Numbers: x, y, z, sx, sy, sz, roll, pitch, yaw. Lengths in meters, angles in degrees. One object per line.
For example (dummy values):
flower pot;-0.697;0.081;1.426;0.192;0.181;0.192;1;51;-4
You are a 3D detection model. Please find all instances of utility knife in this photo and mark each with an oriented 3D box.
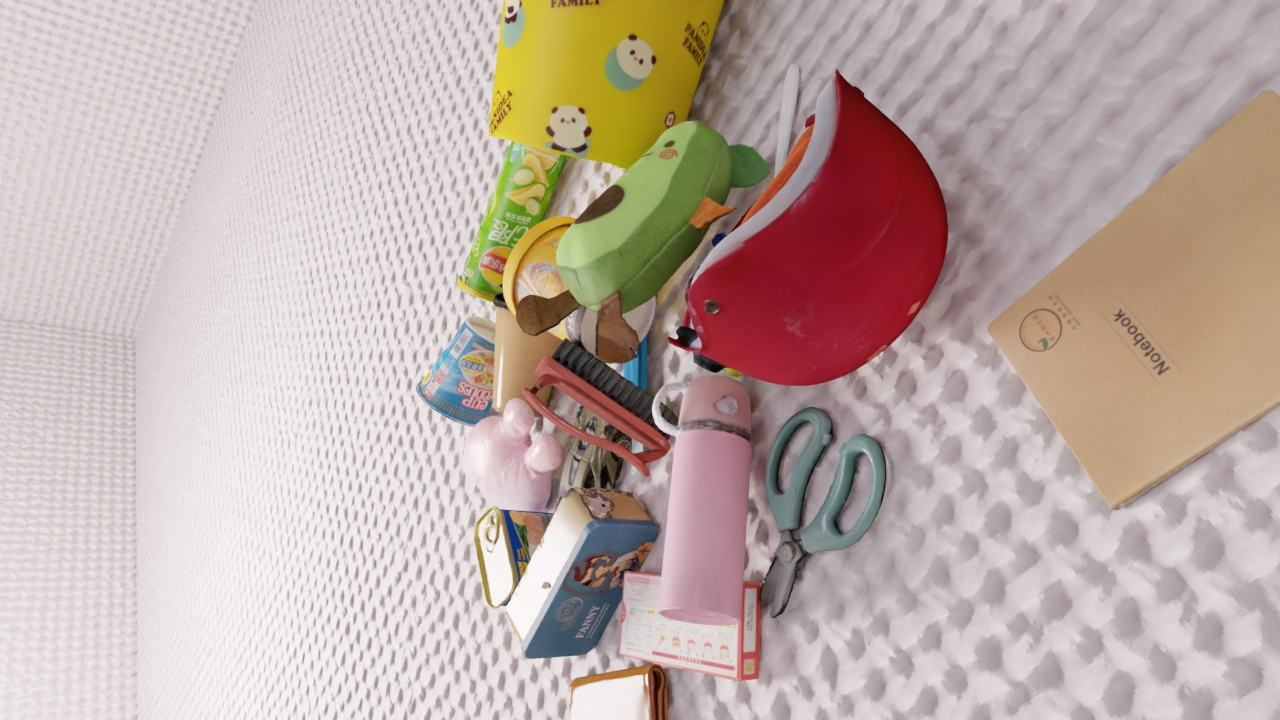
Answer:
utility knife;-0.005;0.005;0.916;0.034;0.018;0.217;-17;67;46

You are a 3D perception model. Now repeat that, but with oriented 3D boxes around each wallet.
wallet;-0.022;0.346;0.839;0.131;0.035;0.119;-29;59;46

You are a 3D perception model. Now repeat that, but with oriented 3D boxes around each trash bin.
trash bin;-0.031;-0.321;0.881;0.230;0.229;0.255;28;109;51

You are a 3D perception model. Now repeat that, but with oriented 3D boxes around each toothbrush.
toothbrush;0.125;-0.174;0.802;0.016;0.016;0.180;-2;78;49

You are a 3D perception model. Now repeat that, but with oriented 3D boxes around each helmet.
helmet;0.126;-0.067;0.659;0.206;0.144;0.240;-57;0;-11

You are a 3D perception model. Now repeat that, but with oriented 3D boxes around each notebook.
notebook;0.316;-0.032;0.527;0.208;0.008;0.147;-48;47;33

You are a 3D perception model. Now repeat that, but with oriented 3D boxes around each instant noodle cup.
instant noodle cup;-0.205;0.008;1.116;0.110;0.099;0.099;-58;42;14
instant noodle cup;-0.054;-0.066;0.893;0.114;0.118;0.118;35;109;39

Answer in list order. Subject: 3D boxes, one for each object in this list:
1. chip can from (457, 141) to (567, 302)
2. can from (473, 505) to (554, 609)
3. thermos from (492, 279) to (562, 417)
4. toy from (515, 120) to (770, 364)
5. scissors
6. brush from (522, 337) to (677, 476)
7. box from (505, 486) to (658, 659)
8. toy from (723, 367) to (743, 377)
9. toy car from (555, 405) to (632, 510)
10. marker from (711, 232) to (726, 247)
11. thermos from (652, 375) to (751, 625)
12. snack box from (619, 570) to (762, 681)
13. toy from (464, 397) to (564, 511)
chip can;-0.151;-0.178;1.104;0.072;0.072;0.221;43;115;48
can;-0.119;0.206;0.957;0.057;0.083;0.102;-46;48;34
thermos;-0.126;-0.013;1.023;0.093;0.093;0.143;27;109;51
toy;-0.001;-0.110;0.778;0.227;0.090;0.246;11;60;51
scissors;0.122;0.120;0.729;0.143;0.019;0.180;48;120;45
brush;-0.035;0.047;0.853;0.069;0.146;0.063;-57;5;-15
box;-0.061;0.209;0.881;0.061;0.089;0.184;46;119;46
toy;0.079;-0.025;0.805;0.097;0.031;0.100;-58;40;46
toy car;-0.053;0.120;0.932;0.070;0.042;0.158;20;99;53
marker;0.100;-0.064;0.802;0.017;0.016;0.145;-56;43;27
thermos;0.046;0.109;0.750;0.067;0.087;0.198;121;157;-65
snack box;0.040;0.226;0.797;0.156;0.027;0.077;-10;73;50
toy;-0.136;0.108;1.002;0.121;0.054;0.160;51;136;6
